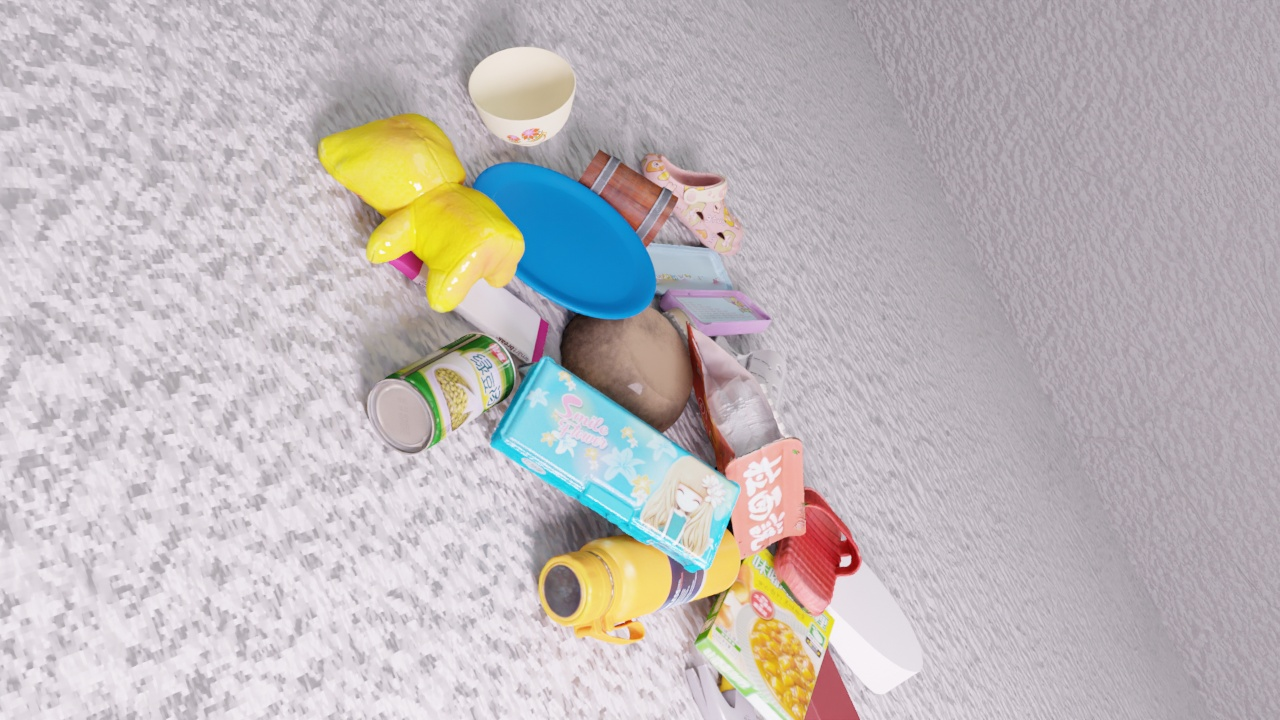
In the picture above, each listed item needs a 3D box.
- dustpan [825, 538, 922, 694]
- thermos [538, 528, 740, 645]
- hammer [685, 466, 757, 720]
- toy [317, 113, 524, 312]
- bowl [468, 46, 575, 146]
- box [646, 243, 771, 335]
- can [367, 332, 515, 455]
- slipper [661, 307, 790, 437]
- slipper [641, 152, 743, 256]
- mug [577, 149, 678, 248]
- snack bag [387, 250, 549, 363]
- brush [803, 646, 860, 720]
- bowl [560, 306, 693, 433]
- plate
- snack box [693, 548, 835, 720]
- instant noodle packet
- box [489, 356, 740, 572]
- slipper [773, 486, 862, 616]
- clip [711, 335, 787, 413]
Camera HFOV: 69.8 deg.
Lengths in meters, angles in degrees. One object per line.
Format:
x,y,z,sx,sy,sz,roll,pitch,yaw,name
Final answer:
0.243,0.295,1.140,0.258,0.053,0.191,44,20,-8,dustpan
0.008,0.204,0.858,0.232,0.076,0.091,5,41,-54,thermos
0.098,0.254,1.000,0.127,0.029,0.322,36,39,-34,hammer
-0.191,-0.142,0.819,0.134,0.088,0.194,-25,74,-45,toy
-0.130,-0.286,1.040,0.074,0.118,0.117,91,-6,-59,bowl
0.084,-0.094,1.235,0.213,0.041,0.151,-5,58,-57,box
-0.163,0.025,0.768,0.067,0.067,0.120,59,32,-4,can
0.112,0.049,1.103,0.054,0.115,0.272,-33,85,-22,slipper
0.087,-0.231,1.297,0.197,0.082,0.093,39,25,-26,slipper
-0.029,-0.182,1.102,0.111,0.082,0.117,33,63,-9,mug
-0.166,-0.066,0.882,0.196,0.016,0.070,38,38,-29,snack bag
0.187,0.363,1.025,0.082,0.042,0.173,-13,77,-57,brush
-0.006,0.006,1.002,0.162,0.070,0.162,34,41,-36,bowl
-0.083,-0.125,0.982,0.224,0.024,0.223,25,38,-22,plate
0.134,0.282,0.954,0.132,0.027,0.167,46,34,-3,snack box
0.093,0.079,1.005,0.220,0.084,0.164,-119,-168,-46,instant noodle packet
-0.016,0.079,0.849,0.227,0.087,0.168,35,24,-14,box
0.212,0.209,1.070,0.103,0.059,0.248,46,21,-1,slipper
0.148,0.025,1.200,0.152,0.105,0.126,60,28,-22,clip
